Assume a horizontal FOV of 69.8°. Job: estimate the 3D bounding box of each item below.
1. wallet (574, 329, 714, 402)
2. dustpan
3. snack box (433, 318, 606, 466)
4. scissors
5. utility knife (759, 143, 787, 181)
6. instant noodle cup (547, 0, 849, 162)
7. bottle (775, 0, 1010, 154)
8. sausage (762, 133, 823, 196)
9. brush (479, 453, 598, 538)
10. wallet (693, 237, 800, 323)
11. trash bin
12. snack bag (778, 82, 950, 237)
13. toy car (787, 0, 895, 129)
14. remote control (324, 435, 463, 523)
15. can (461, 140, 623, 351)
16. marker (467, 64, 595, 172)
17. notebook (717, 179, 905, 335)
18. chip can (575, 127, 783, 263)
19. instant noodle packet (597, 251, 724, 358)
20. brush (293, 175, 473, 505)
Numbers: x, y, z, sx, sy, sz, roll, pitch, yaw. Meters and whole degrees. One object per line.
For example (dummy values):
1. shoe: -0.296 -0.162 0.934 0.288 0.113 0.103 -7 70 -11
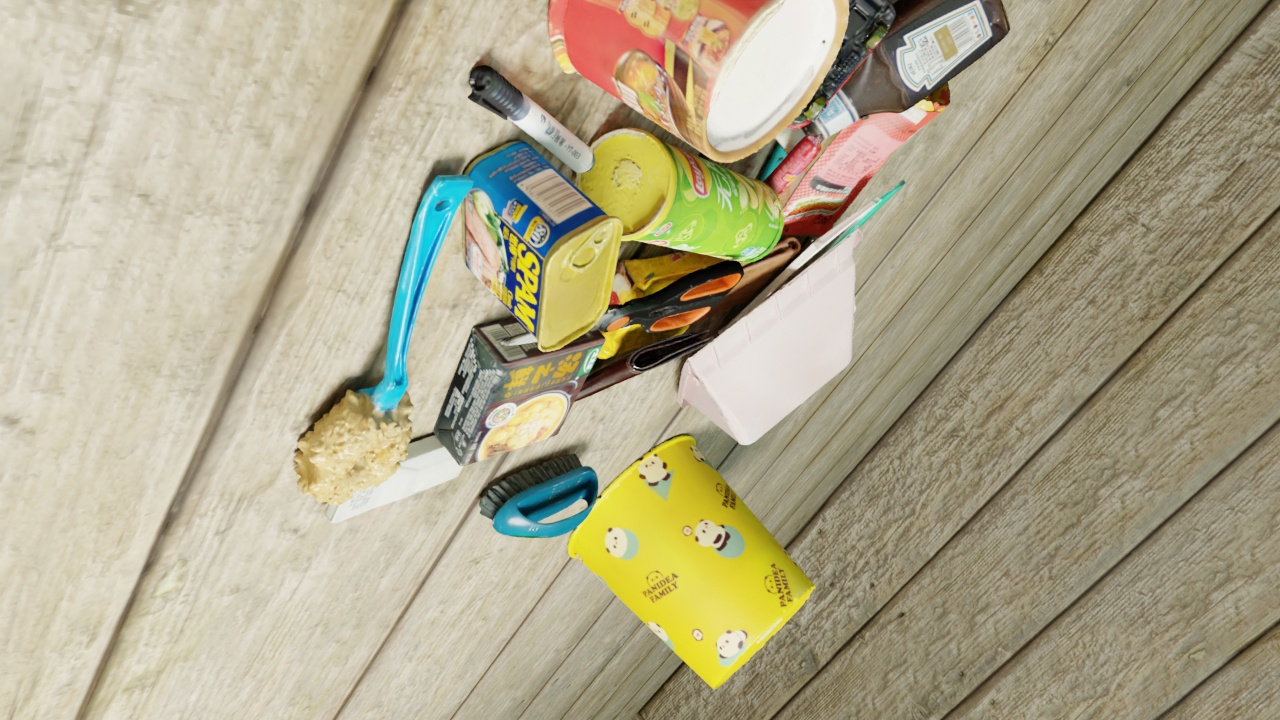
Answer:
1. wallet: -0.005 0.005 0.812 0.096 0.020 0.123 -20 177 -35
2. dustpan: 0.119 -0.029 1.001 0.222 0.139 0.274 -36 142 -11
3. snack box: -0.088 0.014 0.717 0.125 0.053 0.113 -16 145 -44
4. scissors: -0.004 -0.045 0.674 0.125 0.021 0.234 -38 163 26
5. utility knife: 0.108 -0.149 0.827 0.029 0.013 0.172 -29 154 -43
6. instant noodle cup: 0.037 -0.183 0.491 0.137 0.108 0.138 -38 158 -19
7. bottle: 0.194 -0.231 0.734 0.195 0.044 0.080 -35 131 13
8. sausage: 0.111 -0.146 0.769 0.020 0.020 0.156 -34 176 -28
9. brush: -0.090 0.139 0.907 0.143 0.073 0.055 -14 139 -54
10. wallet: 0.091 -0.074 0.895 0.115 0.020 0.101 -26 168 -34
11. trash bin: 0.073 0.266 1.198 0.229 0.255 0.230 -38 158 -19
12. snack bag: 0.196 -0.186 0.861 0.128 0.073 0.208 -15 153 -42
13. toy car: 0.136 -0.224 0.681 0.120 0.053 0.045 -48 180 -5
14. remote control: -0.181 0.086 0.704 0.124 0.024 0.049 -17 145 -50
15. can: -0.063 -0.068 0.552 0.057 0.083 0.102 -34 157 -29
16. marker: -0.059 -0.134 0.528 0.022 0.018 0.130 -52 158 6
17. notebook: 0.176 -0.103 0.966 0.150 0.012 0.210 -35 173 -29
18. chip can: 0.039 -0.114 0.677 0.073 0.072 0.220 -53 159 19
19. instant noodle packet: 0.013 -0.051 0.786 0.128 0.044 0.111 -16 152 -47
20. brush: -0.155 -0.006 0.570 0.083 0.046 0.255 -13 139 -48
